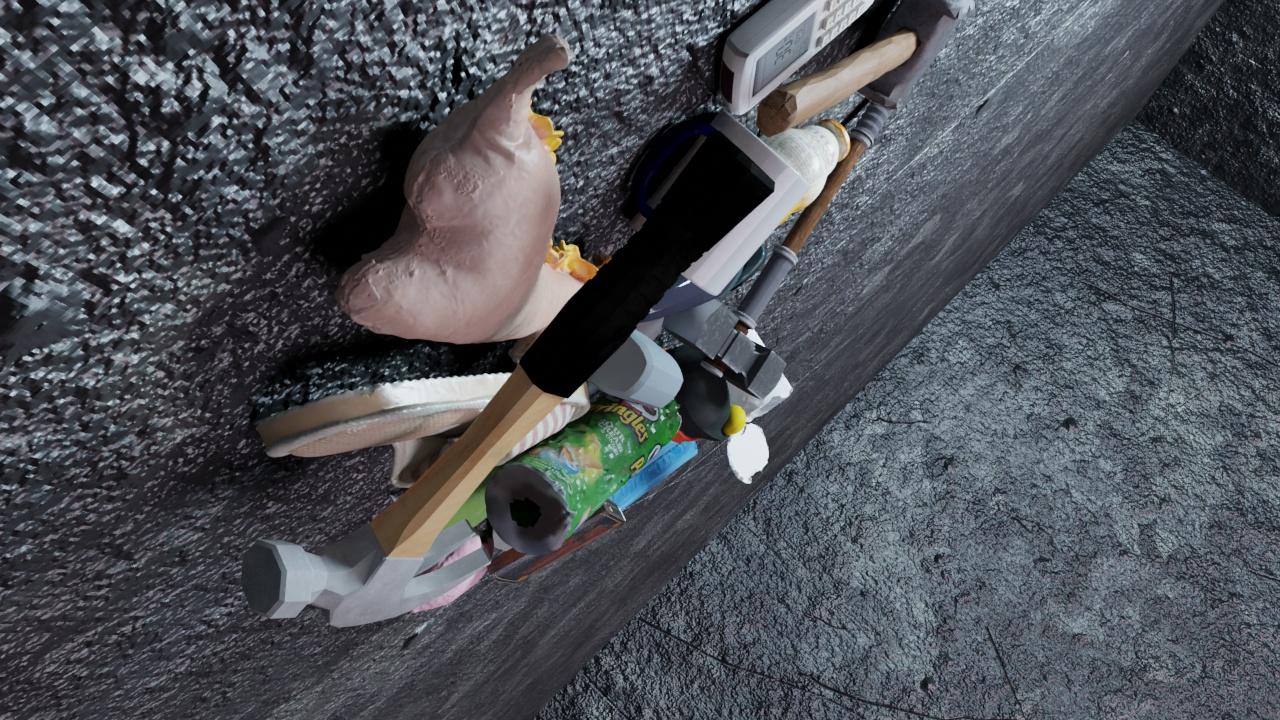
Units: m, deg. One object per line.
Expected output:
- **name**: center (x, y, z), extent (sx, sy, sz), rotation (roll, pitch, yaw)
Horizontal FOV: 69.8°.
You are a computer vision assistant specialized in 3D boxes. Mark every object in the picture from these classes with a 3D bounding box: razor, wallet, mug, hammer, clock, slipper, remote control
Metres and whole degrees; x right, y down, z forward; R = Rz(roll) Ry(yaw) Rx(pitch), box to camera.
- **razor**: center (0.038, -0.064, 0.708), extent (0.142, 0.047, 0.052), rotation (-27, 128, -37)
- **wallet**: center (-0.077, 0.166, 0.844), extent (0.123, 0.019, 0.072), rotation (-30, 161, 2)
- **mug**: center (0.043, -0.111, 0.610), extent (0.111, 0.078, 0.097), rotation (27, 109, -44)
- **hammer**: center (0.150, -0.126, 0.818), extent (0.322, 0.043, 0.156), rotation (-57, 138, -3)
- **clock**: center (-0.132, 0.093, 0.715), extent (0.119, 0.042, 0.094), rotation (-40, 164, -21)
- **slipper**: center (-0.116, 0.046, 0.564), extent (0.115, 0.052, 0.262), rotation (-20, 170, 23)
- **hammer**: center (-0.059, 0.020, 0.470), extent (0.329, 0.039, 0.131), rotation (-47, 150, 15)
- **hammer**: center (0.146, -0.193, 0.606), extent (0.327, 0.052, 0.098), rotation (-41, 167, -51)
- **remote control**: center (0.103, -0.214, 0.575), extent (0.138, 0.025, 0.060), rotation (-42, 164, -12)

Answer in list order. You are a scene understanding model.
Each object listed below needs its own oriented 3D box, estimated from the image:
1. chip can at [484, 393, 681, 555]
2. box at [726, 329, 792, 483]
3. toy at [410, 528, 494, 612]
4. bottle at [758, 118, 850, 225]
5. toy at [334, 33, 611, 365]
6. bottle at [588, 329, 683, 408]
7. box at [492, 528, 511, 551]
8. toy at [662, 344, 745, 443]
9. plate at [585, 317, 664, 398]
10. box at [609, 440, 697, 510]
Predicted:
- **chip can**: center (-0.039, 0.076, 0.741), extent (0.076, 0.075, 0.222), rotation (-54, 171, 28)
- **box**: center (0.117, 0.046, 1.025), extent (0.084, 0.160, 0.119), rotation (-16, 158, -50)
- **toy**: center (-0.172, 0.188, 0.831), extent (0.093, 0.050, 0.102), rotation (-47, 168, -6)
- **bottle**: center (0.113, -0.146, 0.698), extent (0.108, 0.063, 0.063), rotation (-36, 161, -28)
- **toy**: center (-0.051, -0.062, 0.498), extent (0.196, 0.065, 0.263), rotation (-45, 166, 17)
- **bottle**: center (-0.004, 0.004, 0.708), extent (0.046, 0.072, 0.161), rotation (-52, 164, 3)
- **box**: center (-0.088, 0.118, 0.883), extent (0.199, 0.086, 0.096), rotation (108, 1, -60)
- **toy**: center (0.028, 0.036, 0.886), extent (0.119, 0.097, 0.099), rotation (-20, 158, 22)
- **plate**: center (-0.025, -0.022, 0.750), extent (0.178, 0.012, 0.179), rotation (-41, 163, -15)
- **box**: center (-0.004, 0.126, 1.071), extent (0.231, 0.066, 0.173), rotation (-29, 154, -52)
